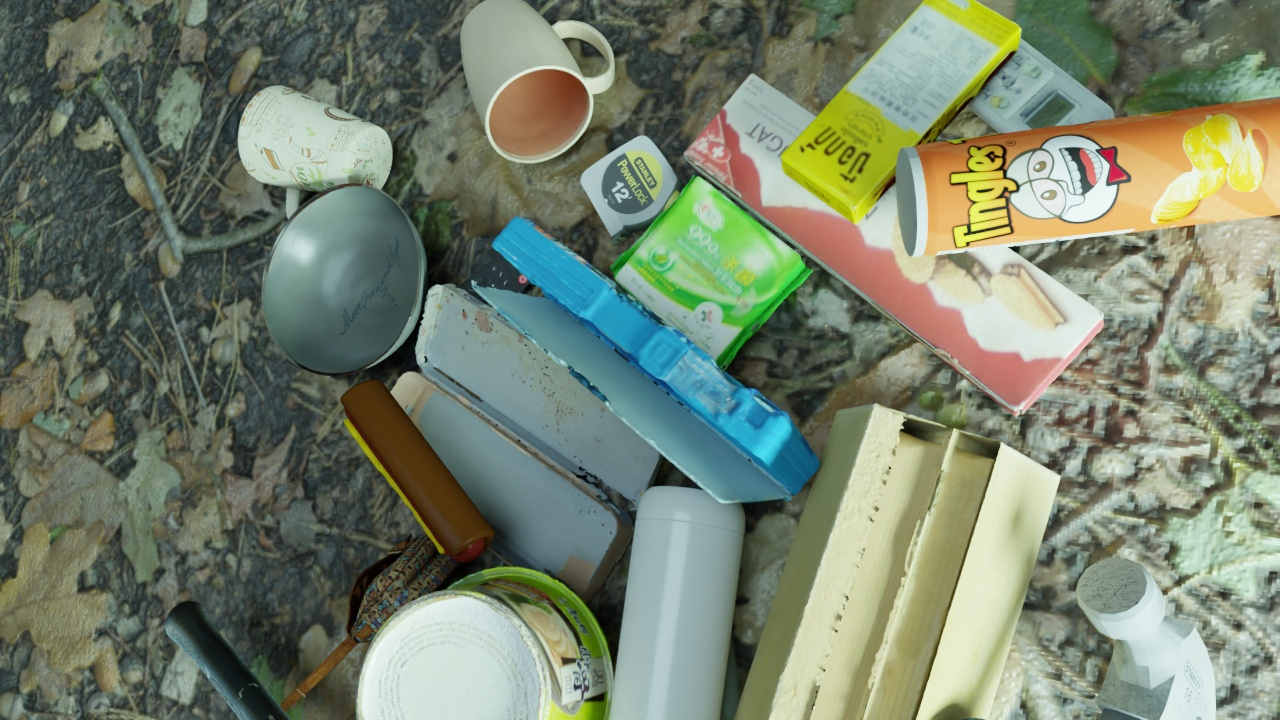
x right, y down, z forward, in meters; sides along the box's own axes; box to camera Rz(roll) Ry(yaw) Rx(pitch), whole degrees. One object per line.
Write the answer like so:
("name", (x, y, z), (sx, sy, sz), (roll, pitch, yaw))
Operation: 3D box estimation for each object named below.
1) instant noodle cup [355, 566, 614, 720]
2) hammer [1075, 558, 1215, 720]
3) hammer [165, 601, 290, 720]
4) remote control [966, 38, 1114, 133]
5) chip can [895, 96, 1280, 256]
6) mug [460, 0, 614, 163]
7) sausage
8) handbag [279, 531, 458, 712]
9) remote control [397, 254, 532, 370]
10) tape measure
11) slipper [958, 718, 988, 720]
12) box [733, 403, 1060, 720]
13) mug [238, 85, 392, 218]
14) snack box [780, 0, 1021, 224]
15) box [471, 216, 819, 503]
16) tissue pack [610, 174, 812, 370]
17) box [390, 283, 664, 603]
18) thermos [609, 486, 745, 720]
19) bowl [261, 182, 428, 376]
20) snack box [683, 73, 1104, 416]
("instant noodle cup", (-0.096, 0.198, 0.552), (0.146, 0.098, 0.146), (-4, 76, 15))
("hammer", (0.187, 0.256, 0.415), (0.035, 0.139, 0.311), (4, 52, 54))
("hammer", (-0.223, 0.260, 0.601), (0.326, 0.036, 0.141), (32, 133, 30))
("remote control", (0.228, -0.172, 0.573), (0.050, 0.022, 0.133), (-44, 68, 9))
("chip can", (0.253, -0.100, 0.503), (0.210, 0.062, 0.062), (-6, 78, 7))
("mug", (-0.076, -0.218, 0.681), (0.111, 0.085, 0.104), (-19, 59, -11))
("sausage", (-0.157, 0.076, 0.635), (0.040, 0.040, 0.155), (-45, 70, 9))
("handbag", (-0.207, 0.190, 0.654), (0.043, 0.093, 0.196), (45, 108, -3))
("remote control", (-0.135, -0.037, 0.703), (0.125, 0.010, 0.039), (-36, 69, 13))
("tape measure", (-0.006, -0.123, 0.663), (0.065, 0.016, 0.064), (-34, 70, 13))
("slipper", (0.174, 0.278, 0.464), (0.059, 0.103, 0.214), (-1, 107, 53))
("box", (0.129, 0.157, 0.497), (0.148, 0.140, 0.248), (17, 87, 16))
("mug", (-0.264, -0.153, 0.752), (0.097, 0.080, 0.122), (18, 109, 17))
("snack box", (0.158, -0.157, 0.560), (0.149, 0.025, 0.061), (-47, 67, -1))
("box", (-0.004, 0.005, 0.580), (0.243, 0.091, 0.066), (39, 86, 32))
("tissue pack", (0.045, -0.058, 0.622), (0.114, 0.034, 0.099), (43, 96, 21))
("box", (-0.091, 0.055, 0.646), (0.216, 0.063, 0.157), (31, 113, 24))
("thermos", (0.018, 0.199, 0.567), (0.068, 0.101, 0.229), (7, 74, 6))
("bowl", (-0.218, -0.058, 0.716), (0.151, 0.056, 0.150), (-4, 78, 21))
("snack box", (0.148, -0.079, 0.577), (0.273, 0.044, 0.077), (43, 96, 22))
